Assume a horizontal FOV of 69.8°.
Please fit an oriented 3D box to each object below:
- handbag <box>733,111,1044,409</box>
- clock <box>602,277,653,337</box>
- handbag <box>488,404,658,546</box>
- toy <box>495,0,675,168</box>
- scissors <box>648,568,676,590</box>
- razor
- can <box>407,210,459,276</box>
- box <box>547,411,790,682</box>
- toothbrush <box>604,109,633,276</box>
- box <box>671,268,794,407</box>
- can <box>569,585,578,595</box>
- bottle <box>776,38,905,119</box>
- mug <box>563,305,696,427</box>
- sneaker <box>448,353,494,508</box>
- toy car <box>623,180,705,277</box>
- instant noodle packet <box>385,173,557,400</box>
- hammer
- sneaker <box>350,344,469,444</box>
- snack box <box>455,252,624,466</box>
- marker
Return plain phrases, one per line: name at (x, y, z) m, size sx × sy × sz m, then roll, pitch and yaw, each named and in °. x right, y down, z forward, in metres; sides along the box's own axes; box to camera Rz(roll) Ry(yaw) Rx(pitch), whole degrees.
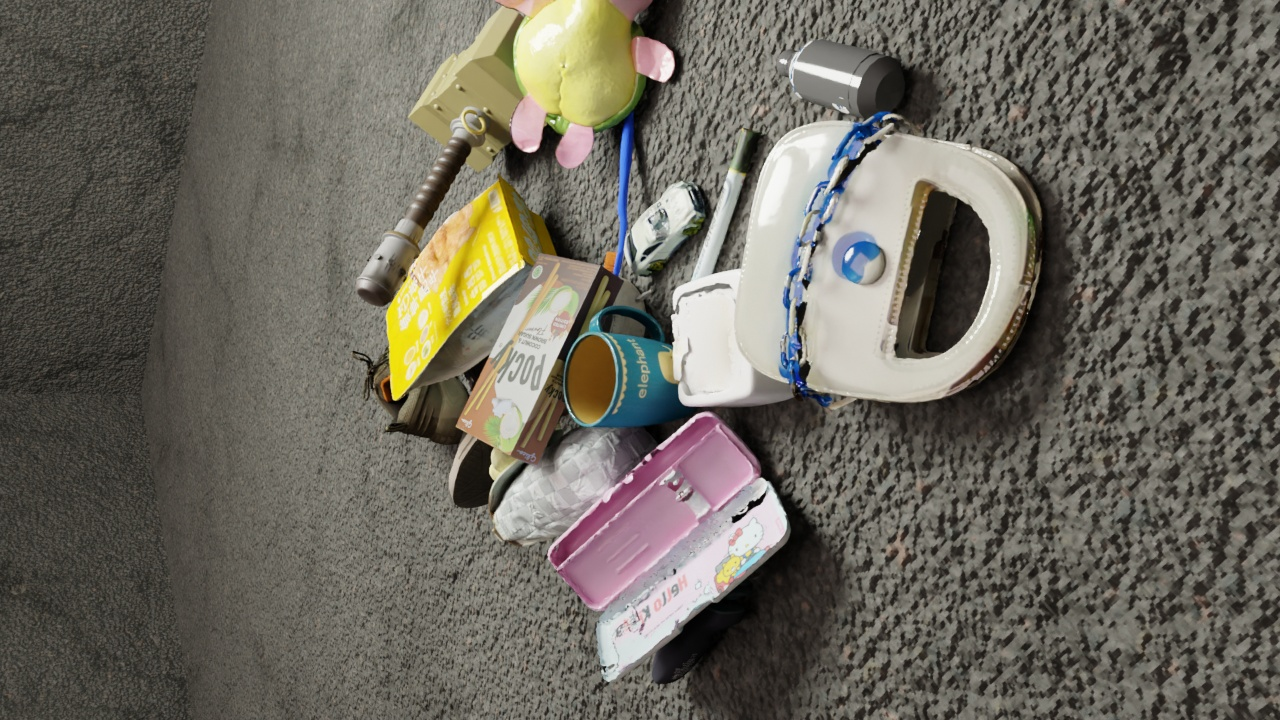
handbag at (0.160, -0.062, 0.616) m, size 0.200 × 0.092 × 0.201 m, roll 15°, pitch 100°, yaw 45°
clock at (-0.048, -0.019, 0.906) m, size 0.103 × 0.061 × 0.157 m, roll 43°, pitch 114°, yaw 44°
handbag at (-0.071, 0.097, 0.880) m, size 0.172 × 0.112 × 0.123 m, roll -34°, pitch 88°, yaw 44°
toy at (-0.052, -0.305, 0.882) m, size 0.190 × 0.087 × 0.238 m, roll 27°, pitch 110°, yaw 9°
scissors at (0.064, 0.191, 0.789) m, size 0.176 × 0.032 × 0.078 m, roll -49°, pitch 56°, yaw 41°
razor at (0.046, 0.229, 0.774) m, size 0.052 × 0.047 × 0.143 m, roll 59°, pitch 134°, yaw 43°
can at (-0.232, -0.118, 1.135) m, size 0.143 × 0.079 × 0.079 m, roll -37°, pitch 60°, yaw 46°
box at (0.025, 0.151, 0.754) m, size 0.202 × 0.073 × 0.149 m, roll -43°, pitch 59°, yaw 16°
toothbrush at (-0.019, -0.165, 0.881) m, size 0.016 × 0.018 × 0.182 m, roll 76°, pitch -163°, yaw -72°
box at (0.066, -0.017, 0.744) m, size 0.103 × 0.076 × 0.107 m, roll -11°, pitch 78°, yaw 51°
can at (-0.018, 0.176, 0.854) m, size 0.128 × 0.064 × 0.064 m, roll -42°, pitch 56°, yaw 43°
bottle at (0.143, -0.208, 0.673) m, size 0.112 × 0.047 × 0.047 m, roll 38°, pitch 118°, yaw 48°
mug at (-0.005, 0.005, 0.811) m, size 0.085 × 0.104 × 0.112 m, roll -33°, pitch 60°, yaw 47°
sneaker at (-0.173, 0.050, 1.043) m, size 0.120 × 0.095 × 0.235 m, roll 41°, pitch 123°, yaw 49°
toy car at (0.018, -0.122, 0.846) m, size 0.106 × 0.033 × 0.048 m, roll -42°, pitch 55°, yaw 42°
instant noodle packet at (-0.194, -0.070, 0.994) m, size 0.222 × 0.084 × 0.162 m, roll -38°, pitch 44°, yaw 16°
hammer at (-0.207, -0.195, 0.962) m, size 0.191 × 0.100 × 0.324 m, roll -15°, pitch 46°, yaw 52°
sneaker at (-0.322, 0.011, 1.196) m, size 0.101 × 0.142 × 0.237 m, roll -54°, pitch 48°, yaw 37°
snack box at (-0.095, -0.005, 0.852) m, size 0.101 × 0.031 × 0.186 m, roll 18°, pitch 81°, yaw 49°
marker at (0.072, -0.127, 0.788) m, size 0.017 × 0.017 × 0.147 m, roll 40°, pitch 120°, yaw 46°
